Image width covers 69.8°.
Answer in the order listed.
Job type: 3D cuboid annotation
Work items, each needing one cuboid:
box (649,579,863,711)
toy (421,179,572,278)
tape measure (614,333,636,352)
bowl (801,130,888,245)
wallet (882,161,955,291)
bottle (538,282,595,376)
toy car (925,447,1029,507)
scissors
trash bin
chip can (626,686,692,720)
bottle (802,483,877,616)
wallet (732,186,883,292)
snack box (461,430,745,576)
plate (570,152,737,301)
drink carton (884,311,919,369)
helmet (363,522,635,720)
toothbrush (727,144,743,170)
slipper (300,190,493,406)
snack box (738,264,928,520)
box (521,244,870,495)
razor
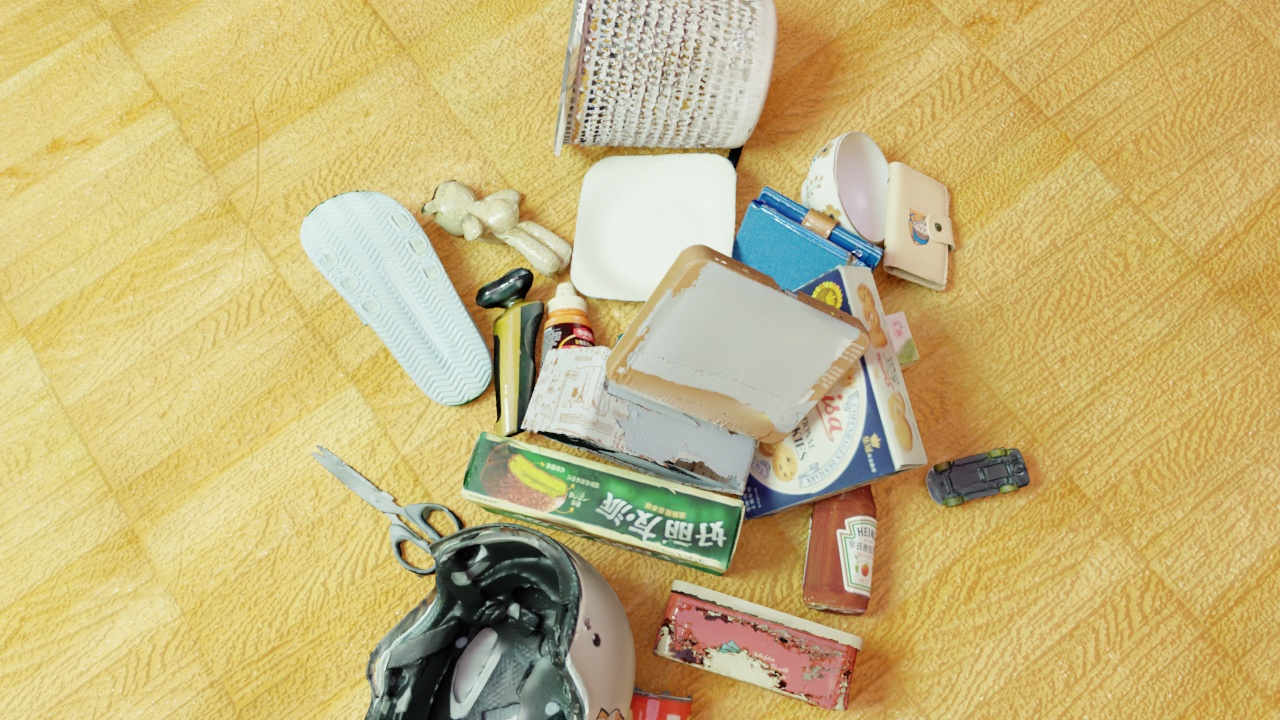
[{"bbox_3d":[0.096,0.255,0.791,0.168,0.091,0.079,15,71,7],"label":"box"},{"bbox_3d":[-0.143,-0.133,0.936,0.157,0.066,0.104,28,44,6],"label":"toy"},{"bbox_3d":[-0.005,0.005,0.903,0.054,0.025,0.058,15,76,8],"label":"tape measure"},{"bbox_3d":[0.200,-0.164,0.914,0.062,0.113,0.113,-12,68,43],"label":"bowl"},{"bbox_3d":[0.280,-0.132,0.915,0.087,0.024,0.115,18,68,-26],"label":"wallet"},{"bbox_3d":[-0.070,-0.008,0.894,0.067,0.067,0.149,-5,67,1],"label":"bottle"},{"bbox_3d":[0.311,0.110,0.853,0.090,0.035,0.042,-14,72,4],"label":"toy car"},{"bbox_3d":[-0.243,0.130,0.886,0.135,0.014,0.174,-20,71,-2],"label":"scissors"},{"bbox_3d":[0.024,-0.301,0.907,0.192,0.228,0.227,8,74,-8],"label":"trash bin"},{"bbox_3d":[-0.003,0.388,0.766,0.073,0.073,0.216,7,75,4],"label":"chip can"},{"bbox_3d":[0.188,0.127,0.841,0.060,0.060,0.205,9,73,5],"label":"bottle"},{"bbox_3d":[0.154,-0.096,0.892,0.133,0.107,0.040,31,42,10],"label":"wallet"},{"bbox_3d":[-0.030,0.130,0.821,0.240,0.114,0.063,14,75,6],"label":"snack box"},{"bbox_3d":[0.016,-0.131,0.926,0.164,0.034,0.164,2,72,14],"label":"plate"},{"bbox_3d":[0.200,-0.003,0.885,0.122,0.045,0.053,-17,78,-2],"label":"drink carton"},{"bbox_3d":[-0.101,0.277,0.753,0.230,0.156,0.274,18,85,43],"label":"helmet"},{"bbox_3d":[0.096,-0.206,0.965,0.014,0.016,0.189,20,74,0],"label":"toothbrush"},{"bbox_3d":[-0.233,-0.062,0.911,0.104,0.074,0.245,-36,91,-10],"label":"slipper"},{"bbox_3d":[0.146,0.032,0.817,0.045,0.183,0.177,2,68,-39],"label":"snack box"},{"bbox_3d":[0.036,0.027,0.756,0.178,0.274,0.126,22,54,-27],"label":"box"},{"bbox_3d":[-0.126,-0.006,0.880,0.067,0.062,0.167,5,72,-21],"label":"razor"}]
